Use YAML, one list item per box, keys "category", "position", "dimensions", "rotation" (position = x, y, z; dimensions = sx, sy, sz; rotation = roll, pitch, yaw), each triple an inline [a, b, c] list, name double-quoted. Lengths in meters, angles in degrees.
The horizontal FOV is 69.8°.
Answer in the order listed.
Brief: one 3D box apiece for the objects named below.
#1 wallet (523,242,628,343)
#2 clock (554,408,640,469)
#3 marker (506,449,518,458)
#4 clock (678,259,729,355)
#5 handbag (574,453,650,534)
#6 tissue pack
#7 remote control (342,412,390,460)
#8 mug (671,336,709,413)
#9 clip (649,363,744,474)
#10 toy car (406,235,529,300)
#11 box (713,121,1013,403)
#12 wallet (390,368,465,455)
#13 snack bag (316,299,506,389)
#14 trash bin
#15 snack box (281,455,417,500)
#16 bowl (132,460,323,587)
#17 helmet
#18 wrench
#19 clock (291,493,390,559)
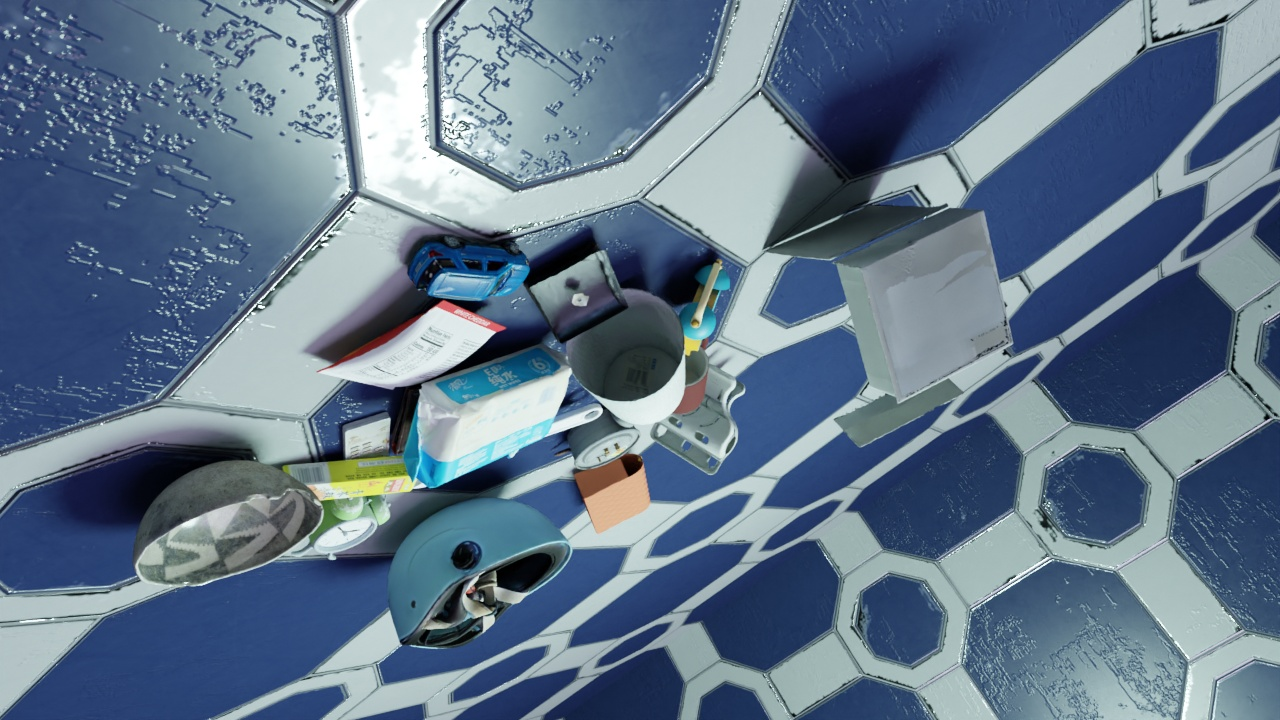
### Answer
- category: "wallet"
  position: [-0.067, -0.071, 0.971]
  dimensions: [0.089, 0.026, 0.115]
  rotation: [-29, 146, -3]
- category: "clock"
  position: [-0.045, 0.104, 1.300]
  dimensions: [0.103, 0.056, 0.148]
  rotation: [-1, 144, -48]
- category: "marker"
  position: [-0.141, 0.086, 1.210]
  dimensions: [0.013, 0.013, 0.142]
  rotation: [-3, 143, -46]
- category: "clock"
  position: [0.073, -0.061, 1.100]
  dimensions: [0.130, 0.044, 0.099]
  rotation: [102, 9, -63]
- category: "handbag"
  position: [-0.041, 0.209, 1.492]
  dimensions: [0.109, 0.060, 0.172]
  rotation: [-22, 152, -7]
- category: "tissue pack"
  position: [-0.161, 0.056, 1.009]
  dimensions: [0.208, 0.066, 0.117]
  rotation: [-21, 143, -44]
- category: "remote control"
  position: [-0.313, 0.105, 1.049]
  dimensions: [0.050, 0.011, 0.136]
  rotation: [-18, 152, -27]
- category: "mug"
  position: [0.061, 0.010, 1.243]
  dimensions: [0.105, 0.073, 0.083]
  rotation: [-54, 164, -24]
- category: "clip"
  position: [0.092, 0.079, 1.347]
  dimensions: [0.144, 0.125, 0.075]
  rotation: [-61, 155, 3]
- category: "toy car"
  position: [-0.155, -0.080, 0.844]
  dimensions: [0.120, 0.043, 0.056]
  rotation: [-3, 143, -47]
- category: "box"
  position: [0.255, -0.138, 1.094]
  dimensions: [0.167, 0.380, 0.172]
  rotation: [-24, 138, -15]
- category: "wallet"
  position: [-0.227, 0.055, 1.036]
  dimensions: [0.099, 0.031, 0.120]
  rotation: [-17, 149, -34]
- category: "snack bag"
  position: [-0.219, -0.009, 0.899]
  dimensions: [0.144, 0.039, 0.130]
  rotation: [-27, 164, 11]
- category: "trash bin"
  position: [-0.006, 0.006, 1.084]
  dimensions: [0.133, 0.133, 0.161]
  rotation: [-30, 161, -2]
- category: "snack box"
  position: [-0.329, 0.134, 1.036]
  dimensions: [0.147, 0.029, 0.040]
  rotation: [-2, 146, -32]
- category: "bowl"
  position: [-0.423, 0.153, 0.929]
  dimensions: [0.178, 0.081, 0.179]
  rotation: [-24, 155, -13]
- category: "helmet"
  position: [-0.234, 0.283, 1.284]
  dimensions: [0.265, 0.166, 0.225]
  rotation: [-29, 158, -1]
- category: "wrench"
  position: [-0.175, 0.106, 1.181]
  dimensions: [0.273, 0.018, 0.066]
  rotation: [-19, 152, -17]
- category: "clock"
  position: [-0.362, 0.194, 1.123]
  dimensions: [0.119, 0.042, 0.094]
  rotation: [-35, 156, 9]
